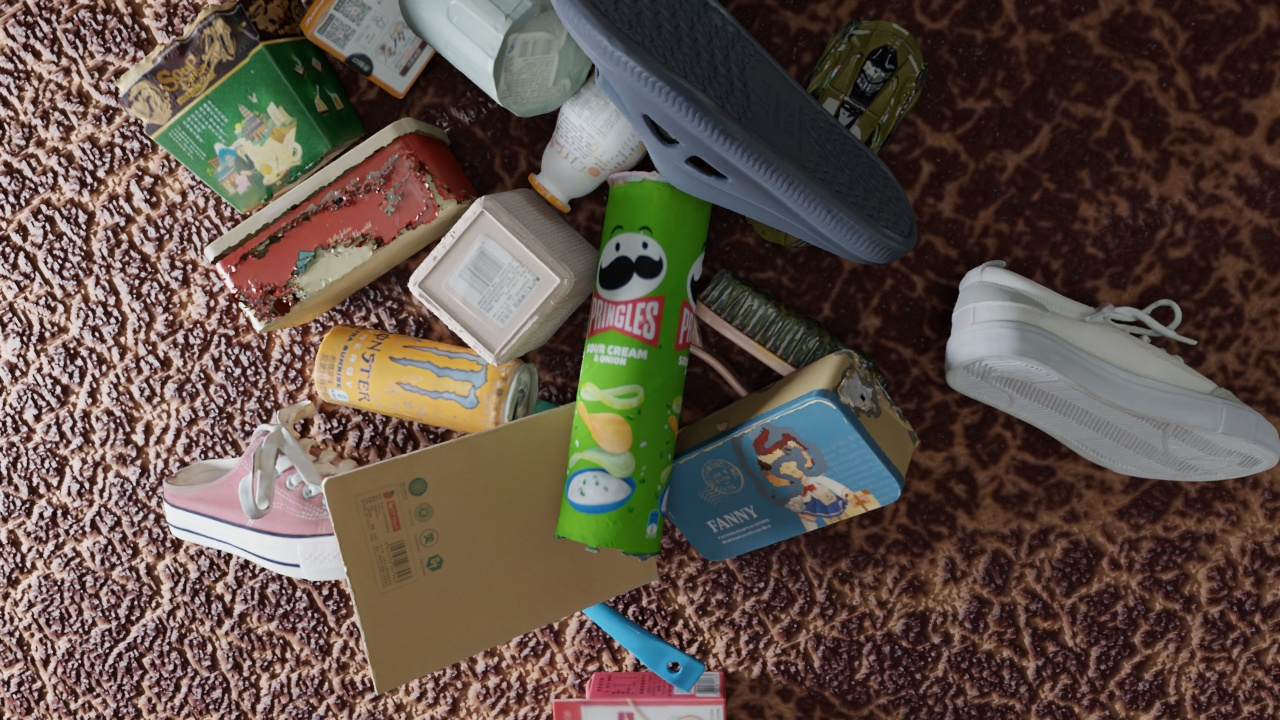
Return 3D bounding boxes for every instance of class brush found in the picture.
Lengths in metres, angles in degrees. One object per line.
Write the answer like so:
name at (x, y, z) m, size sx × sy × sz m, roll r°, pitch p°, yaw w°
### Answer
brush at (-0.064, 0.159, 0.667) m, size 0.254 × 0.045 × 0.083 m, roll 34°, pitch 100°, yaw 4°
brush at (0.091, -0.001, 0.620) m, size 0.145 × 0.063 × 0.073 m, roll 32°, pitch 105°, yaw 0°

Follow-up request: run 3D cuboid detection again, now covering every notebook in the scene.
notebook at (-0.087, 0.114, 0.602) m, size 0.207 × 0.008 × 0.148 m, roll -17°, pitch 107°, yaw -26°

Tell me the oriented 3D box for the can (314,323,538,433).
can at (-0.149, 0.015, 0.638) m, size 0.146 × 0.058 × 0.058 m, roll 11°, pitch 101°, yaw 11°

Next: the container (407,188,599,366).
container at (-0.085, -0.055, 0.601) m, size 0.090 × 0.110 × 0.090 m, roll 43°, pitch 101°, yaw -3°

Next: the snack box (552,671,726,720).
snack box at (0.003, 0.295, 0.691) m, size 0.127 × 0.044 × 0.113 m, roll -1°, pitch 101°, yaw 4°

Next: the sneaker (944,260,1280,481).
sneaker at (0.305, 0.006, 0.598) m, size 0.242 × 0.090 × 0.090 m, roll 21°, pitch 61°, yaw -14°

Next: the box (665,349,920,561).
box at (0.083, 0.068, 0.600) m, size 0.090 × 0.059 × 0.185 m, roll 49°, pitch 130°, yaw -9°

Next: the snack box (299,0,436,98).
snack box at (-0.144, -0.253, 0.593) m, size 0.154 × 0.026 × 0.075 m, roll -50°, pitch 137°, yaw 12°

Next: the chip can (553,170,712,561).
chip can at (-0.003, 0.003, 0.586) m, size 0.072 × 0.072 × 0.236 m, roll 9°, pitch 88°, yaw 4°

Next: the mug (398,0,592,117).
mug at (-0.079, -0.226, 0.557) m, size 0.103 × 0.083 × 0.124 m, roll 46°, pitch 123°, yaw 27°

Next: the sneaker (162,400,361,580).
sneaker at (-0.239, 0.086, 0.633) m, size 0.241 × 0.118 × 0.088 m, roll 4°, pitch 109°, yaw 25°

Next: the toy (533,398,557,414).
toy at (-0.052, 0.063, 0.663) m, size 0.092 × 0.030 × 0.096 m, roll 25°, pitch 107°, yaw 5°

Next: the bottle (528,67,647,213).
bottle at (-0.027, -0.149, 0.603) m, size 0.063 × 0.063 × 0.108 m, roll 42°, pitch 101°, yaw -3°

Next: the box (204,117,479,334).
box at (-0.191, -0.081, 0.617) m, size 0.168 × 0.091 × 0.080 m, roll -31°, pitch 93°, yaw 10°

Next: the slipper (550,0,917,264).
slipper at (0.045, -0.129, 0.532) m, size 0.268 × 0.110 × 0.084 m, roll 32°, pitch 132°, yaw -21°

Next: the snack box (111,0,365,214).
snack box at (-0.253, -0.166, 0.606) m, size 0.118 × 0.117 × 0.105 m, roll -31°, pitch 108°, yaw 12°

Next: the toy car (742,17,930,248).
toy car at (0.125, -0.146, 0.602) m, size 0.070 × 0.042 × 0.158 m, roll 31°, pitch 104°, yaw 0°
